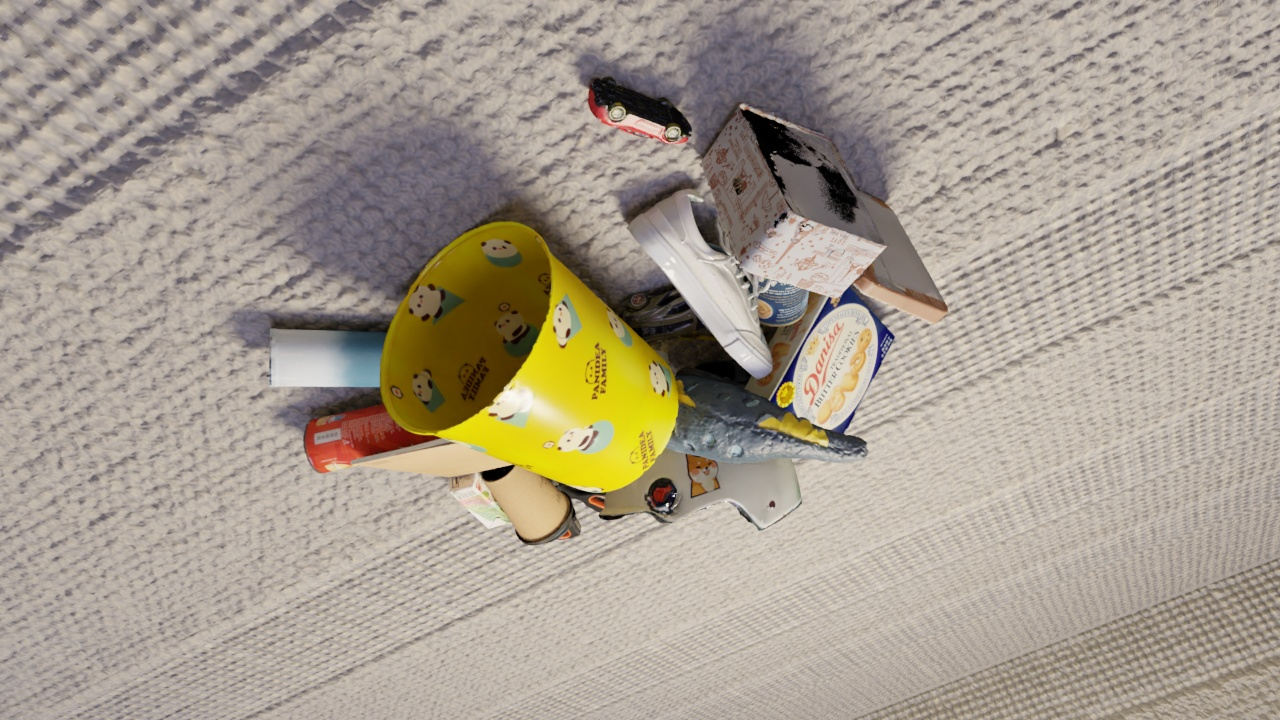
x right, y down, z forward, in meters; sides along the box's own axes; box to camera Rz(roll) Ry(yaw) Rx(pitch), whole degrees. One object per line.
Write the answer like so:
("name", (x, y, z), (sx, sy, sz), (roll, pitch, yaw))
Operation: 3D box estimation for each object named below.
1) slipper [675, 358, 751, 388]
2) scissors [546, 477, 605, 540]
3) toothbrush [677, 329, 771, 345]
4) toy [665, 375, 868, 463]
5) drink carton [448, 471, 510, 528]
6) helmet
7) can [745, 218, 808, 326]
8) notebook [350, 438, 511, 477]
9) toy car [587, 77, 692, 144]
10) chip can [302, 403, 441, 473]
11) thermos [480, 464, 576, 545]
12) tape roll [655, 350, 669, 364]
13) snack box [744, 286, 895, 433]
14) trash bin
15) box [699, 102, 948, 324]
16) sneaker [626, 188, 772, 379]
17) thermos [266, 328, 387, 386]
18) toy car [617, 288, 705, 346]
("slipper", (0.153, 0.030, 1.208), (0.267, 0.083, 0.111), (19, 173, -41))
("scissors", (-0.110, 0.198, 1.373), (0.204, 0.021, 0.225), (-6, 136, -11))
("toothbrush", (0.134, -0.029, 1.179), (0.190, 0.015, 0.017), (5, 131, -24))
("toy", (0.080, 0.069, 1.080), (0.357, 0.091, 0.137), (11, 177, 33))
("drink carton", (-0.226, 0.187, 1.289), (0.045, 0.053, 0.122), (-18, 142, 9))
("helmet", (0.081, 0.143, 1.247), (0.274, 0.156, 0.230), (0, 174, 12))
("can", (0.158, -0.103, 1.047), (0.075, 0.075, 0.111), (-12, 141, -5))
("notebook", (-0.227, 0.120, 1.123), (0.150, 0.012, 0.211), (-14, 165, 18))
("toy car", (0.000, -0.229, 0.859), (0.106, 0.049, 0.031), (10, 136, -29))
("chip can", (-0.291, 0.083, 1.103), (0.217, 0.073, 0.073), (-13, 142, 8))
("thermos", (-0.158, 0.189, 1.279), (0.093, 0.093, 0.143), (-24, 125, 11))
("tape roll", (-0.007, 0.007, 1.149), (0.086, 0.014, 0.086), (-11, 165, -3))
("snack box", (0.229, 0.006, 1.153), (0.182, 0.046, 0.178), (34, 83, -45))
("trash bin", (-0.103, 0.016, 0.979), (0.230, 0.229, 0.255), (-33, 139, 20))
("box", (0.200, -0.142, 0.934), (0.260, 0.176, 0.082), (14, 133, -30))
("sneaker", (0.090, -0.086, 1.013), (0.091, 0.089, 0.242), (-38, 116, 5))
("thermos", (-0.299, 0.000, 1.026), (0.220, 0.070, 0.070), (2, 139, -21))
("toy car", (0.047, -0.058, 1.094), (0.158, 0.042, 0.070), (-19, 142, 1))
